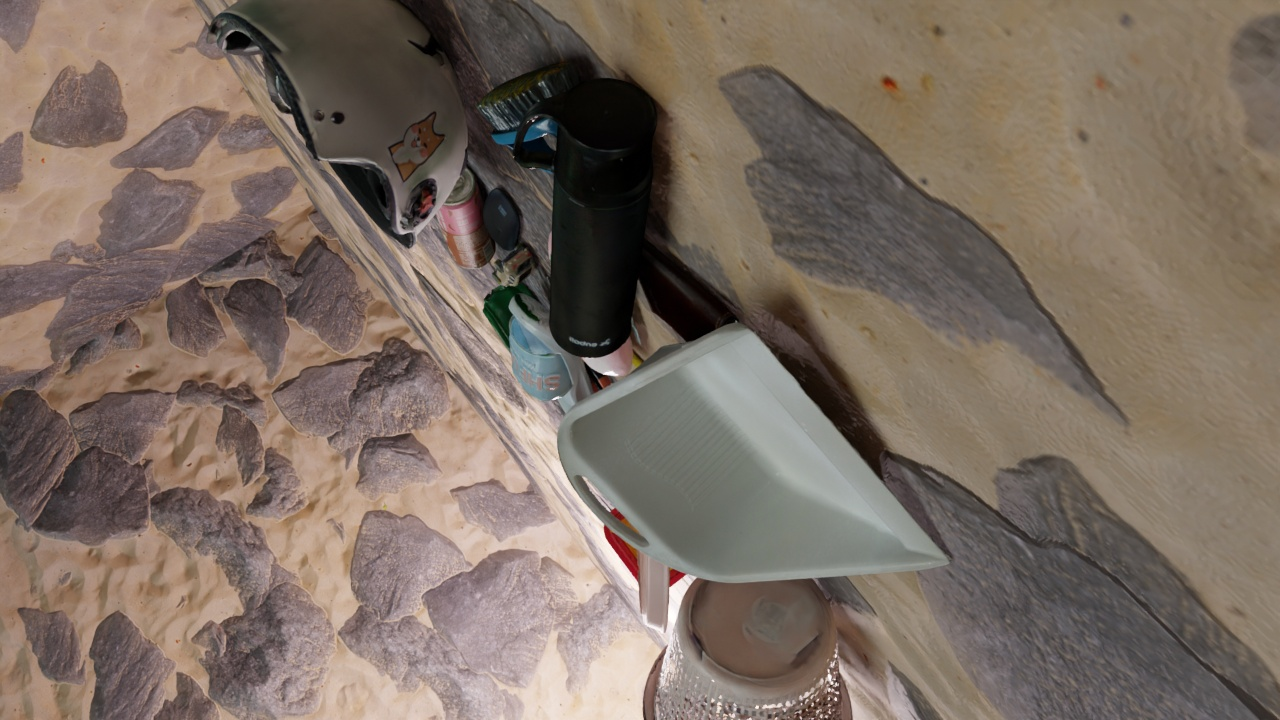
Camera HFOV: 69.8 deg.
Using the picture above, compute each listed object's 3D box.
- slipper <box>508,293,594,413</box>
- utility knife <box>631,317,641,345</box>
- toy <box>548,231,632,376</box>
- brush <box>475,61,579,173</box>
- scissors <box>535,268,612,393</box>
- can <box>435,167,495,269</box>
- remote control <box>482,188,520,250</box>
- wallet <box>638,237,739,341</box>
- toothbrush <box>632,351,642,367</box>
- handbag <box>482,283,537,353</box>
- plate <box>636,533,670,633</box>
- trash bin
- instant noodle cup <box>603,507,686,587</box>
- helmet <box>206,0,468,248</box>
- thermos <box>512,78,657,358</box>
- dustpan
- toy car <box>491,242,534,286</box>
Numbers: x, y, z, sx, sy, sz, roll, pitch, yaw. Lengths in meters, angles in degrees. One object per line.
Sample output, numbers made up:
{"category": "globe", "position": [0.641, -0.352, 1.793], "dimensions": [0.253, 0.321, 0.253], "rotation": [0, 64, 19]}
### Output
{"category": "slipper", "position": [-0.114, 0.012, 1.115], "dimensions": [0.104, 0.074, 0.246], "rotation": [46, 165, 36]}
{"category": "utility knife", "position": [-0.023, -0.079, 0.793], "dimensions": [0.034, 0.018, 0.216], "rotation": [58, 171, 37]}
{"category": "toy", "position": [-0.052, -0.054, 0.883], "dimensions": [0.121, 0.054, 0.160], "rotation": [43, 155, 44]}
{"category": "brush", "position": [-0.070, -0.170, 0.658], "dimensions": [0.073, 0.055, 0.144], "rotation": [60, 164, -21]}
{"category": "scissors", "position": [-0.071, -0.016, 1.098], "dimensions": [0.204, 0.015, 0.203], "rotation": [53, 166, 8]}
{"category": "can", "position": [-0.212, -0.168, 1.096], "dimensions": [0.058, 0.057, 0.147], "rotation": [49, 164, 19]}
{"category": "remote control", "position": [-0.158, -0.154, 1.031], "dimensions": [0.053, 0.024, 0.136], "rotation": [53, 165, 1]}
{"category": "wallet", "position": [0.036, -0.037, 0.710], "dimensions": [0.122, 0.020, 0.096], "rotation": [46, 164, 35]}
{"category": "toothbrush", "position": [-0.006, 0.005, 0.934], "dimensions": [0.190, 0.016, 0.016], "rotation": [46, 163, 29]}
{"category": "handbag", "position": [-0.158, -0.034, 1.216], "dimensions": [0.131, 0.068, 0.120], "rotation": [60, 165, -21]}
{"category": "plate", "position": [0.012, 0.170, 0.974], "dimensions": [0.229, 0.028, 0.229], "rotation": [177, 94, -88]}
{"category": "trash bin", "position": [0.113, 0.312, 0.935], "dimensions": [0.227, 0.227, 0.192], "rotation": [43, 149, 36]}
{"category": "instant noodle cup", "position": [0.027, 0.214, 1.148], "dimensions": [0.116, 0.116, 0.124], "rotation": [52, 177, 8]}
{"category": "helmet", "position": [-0.249, -0.243, 0.854], "dimensions": [0.230, 0.156, 0.274], "rotation": [44, 174, 26]}
{"category": "thermos", "position": [-0.041, -0.093, 0.653], "dimensions": [0.090, 0.068, 0.243], "rotation": [12, 150, 2]}
{"category": "dustpan", "position": [0.048, 0.095, 0.684], "dimensions": [0.222, 0.142, 0.258], "rotation": [47, 171, -15]}
{"category": "toy car", "position": [-0.146, -0.107, 1.066], "dimensions": [0.035, 0.042, 0.090], "rotation": [53, 166, -3]}
